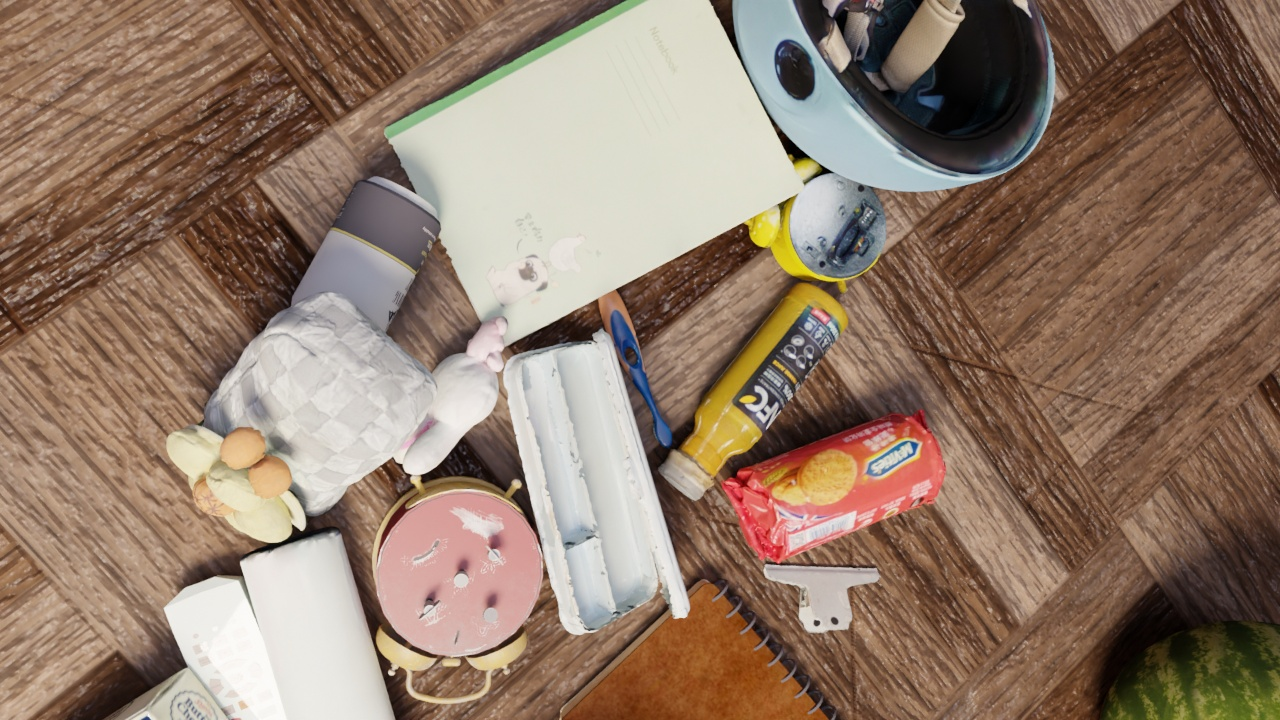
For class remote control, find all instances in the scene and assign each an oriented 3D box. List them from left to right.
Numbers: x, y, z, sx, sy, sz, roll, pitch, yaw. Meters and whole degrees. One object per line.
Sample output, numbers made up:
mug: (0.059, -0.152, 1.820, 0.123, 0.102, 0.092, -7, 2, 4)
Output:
remote control: (-0.271, 0.214, 0.624, 0.049, 0.024, 0.143, -20, 99, -10)

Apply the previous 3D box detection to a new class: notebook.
notebook: (-0.034, -0.145, 0.662, 0.252, 0.010, 0.182, -27, 91, 2)
notebook: (0.067, 0.300, 0.716, 0.167, 0.024, 0.225, -41, 100, -10)

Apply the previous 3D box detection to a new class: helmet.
helmet: (0.177, -0.237, 0.672, 0.225, 0.167, 0.265, -21, 84, -23)
helmet: (0.493, 0.320, 0.720, 0.244, 0.246, 0.213, 0, 111, 24)

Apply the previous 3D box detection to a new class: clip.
clip: (0.149, 0.192, 0.737, 0.101, 0.038, 0.054, 5, 75, -14)

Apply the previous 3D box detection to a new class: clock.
clock: (-0.127, 0.159, 0.635, 0.117, 0.081, 0.159, 5, 88, -15)
clock: (0.135, -0.110, 0.721, 0.118, 0.057, 0.083, 36, 81, -12)

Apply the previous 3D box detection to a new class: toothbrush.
toothbrush: (-0.004, 0.004, 0.706, 0.021, 0.017, 0.135, -23, 93, -18)

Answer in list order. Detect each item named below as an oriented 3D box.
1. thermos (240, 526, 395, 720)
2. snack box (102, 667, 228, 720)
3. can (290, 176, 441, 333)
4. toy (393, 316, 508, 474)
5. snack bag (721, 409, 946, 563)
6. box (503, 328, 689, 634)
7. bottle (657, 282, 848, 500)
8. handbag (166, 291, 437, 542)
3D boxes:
thermos: (-0.203, 0.230, 0.615, 0.067, 0.068, 0.230, -17, 89, -15)
snack box: (-0.286, 0.316, 0.592, 0.104, 0.057, 0.208, -32, 98, 2)
can: (-0.191, -0.058, 0.629, 0.064, 0.064, 0.127, 28, 82, -13)
toy: (-0.127, 0.024, 0.642, 0.037, 0.076, 0.125, 39, 79, -30)
snack bag: (0.154, 0.099, 0.717, 0.176, 0.082, 0.082, -18, 94, -14)
box: (-0.007, 0.079, 0.647, 0.107, 0.110, 0.216, -19, 97, -51)
bottle: (0.086, 0.025, 0.708, 0.053, 0.053, 0.186, 42, 80, -11)
handbag: (-0.214, 0.041, 0.566, 0.112, 0.172, 0.123, 46, 41, -10)
